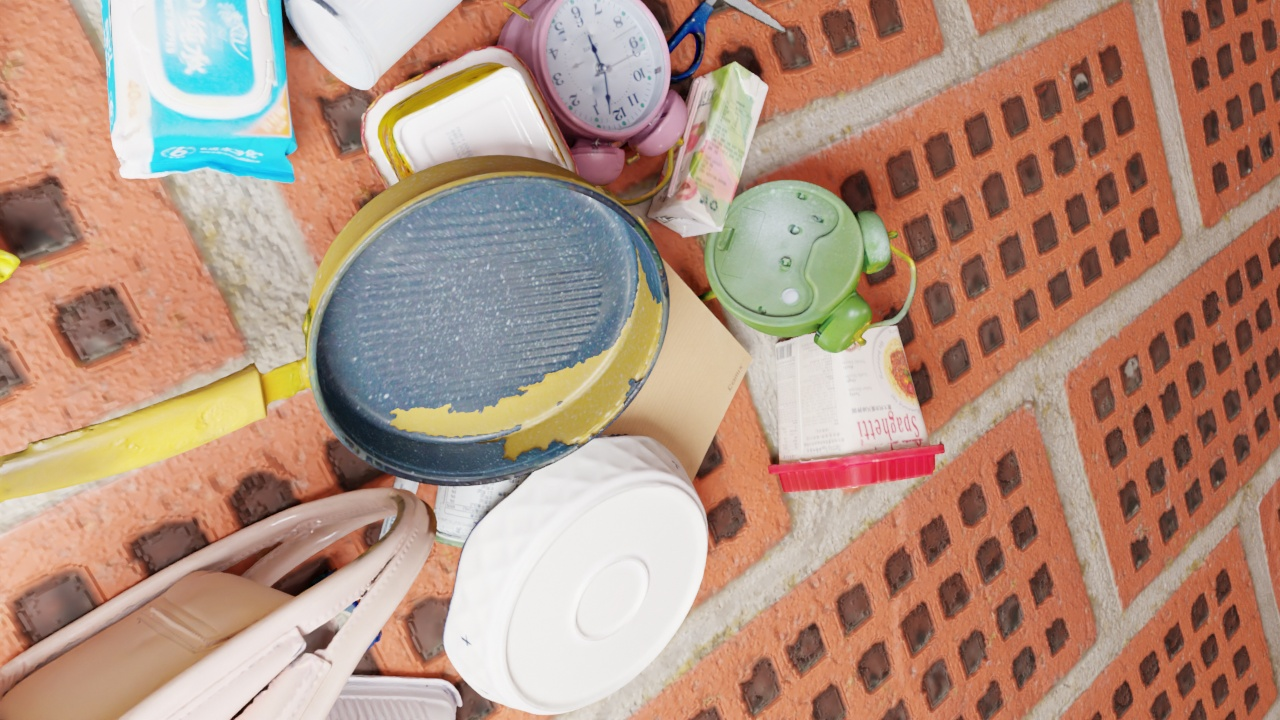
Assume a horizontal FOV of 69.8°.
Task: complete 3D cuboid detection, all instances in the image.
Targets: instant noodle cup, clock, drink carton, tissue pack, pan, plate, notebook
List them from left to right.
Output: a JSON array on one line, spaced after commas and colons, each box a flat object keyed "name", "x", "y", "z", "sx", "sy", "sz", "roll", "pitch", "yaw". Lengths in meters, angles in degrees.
[{"name": "tissue pack", "x": -0.241, "y": -0.168, "z": 0.501, "sx": 0.089, "sy": 0.063, "sz": 0.140, "roll": -5, "pitch": 95, "yaw": -32}, {"name": "instant noodle cup", "x": -0.179, "y": 0.288, "z": 0.564, "sx": 0.138, "sy": 0.060, "sz": 0.173, "roll": 15, "pitch": 86, "yaw": -32}, {"name": "pan", "x": -0.146, "y": 0.007, "z": 0.462, "sx": 0.356, "sy": 0.078, "sz": 0.198, "roll": -11, "pitch": 128, "yaw": -21}, {"name": "instant noodle cup", "x": -0.097, "y": -0.120, "z": 0.543, "sx": 0.116, "sy": 0.123, "sz": 0.116, "roll": -28, "pitch": 108, "yaw": -6}, {"name": "plate", "x": -0.032, "y": 0.150, "z": 0.616, "sx": 0.204, "sy": 0.045, "sz": 0.205, "roll": -21, "pitch": 126, "yaw": -33}, {"name": "clock", "x": -0.028, "y": -0.184, "z": 0.637, "sx": 0.117, "sy": 0.060, "sz": 0.158, "roll": -34, "pitch": 111, "yaw": -26}, {"name": "notebook", "x": -0.004, "y": 0.004, "z": 0.646, "sx": 0.211, "sy": 0.012, "sz": 0.149, "roll": 44, "pitch": 65, "yaw": -39}, {"name": "drink carton", "x": 0.049, "y": -0.158, "z": 0.690, "sx": 0.045, "sy": 0.054, "sz": 0.122, "roll": 24, "pitch": 79, "yaw": -30}, {"name": "clock", "x": 0.126, "y": -0.069, "z": 0.693, "sx": 0.056, "sy": 0.161, "sz": 0.116, "roll": 49, "pitch": 59, "yaw": -69}, {"name": "instant noodle cup", "x": 0.167, "y": 0.039, "z": 0.745, "sx": 0.116, "sy": 0.117, "sz": 0.124, "roll": -4, "pitch": 83, "yaw": -32}]

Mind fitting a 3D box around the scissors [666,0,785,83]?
[{"name": "scissors", "x": 0.047, "y": -0.290, "z": 0.707, "sx": 0.162, "sy": 0.012, "sz": 0.173, "roll": 42, "pitch": 70, "yaw": -26}]

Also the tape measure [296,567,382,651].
[{"name": "tape measure", "x": -0.196, "y": 0.165, "z": 0.567, "sx": 0.054, "sy": 0.025, "sz": 0.058, "roll": -38, "pitch": 107, "yaw": -23}]

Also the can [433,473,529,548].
[{"name": "can", "x": -0.098, "y": 0.048, "z": 0.604, "sx": 0.058, "sy": 0.058, "sz": 0.146, "roll": 10, "pitch": 87, "yaw": -32}]

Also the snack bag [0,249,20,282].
[{"name": "snack bag", "x": -0.425, "y": 0.005, "z": 0.392, "sx": 0.158, "sy": 0.068, "sz": 0.246, "roll": 40, "pitch": 73, "yaw": -27}]

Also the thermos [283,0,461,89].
[{"name": "thermos", "x": -0.115, "y": -0.265, "z": 0.573, "sx": 0.073, "sy": 0.073, "sz": 0.223, "roll": 48, "pitch": 68, "yaw": -24}]

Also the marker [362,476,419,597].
[{"name": "marker", "x": -0.153, "y": 0.084, "z": 0.595, "sx": 0.017, "sy": 0.017, "sz": 0.145, "roll": 18, "pitch": 83, "yaw": -31}]

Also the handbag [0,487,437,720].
[{"name": "handbag", "x": -0.206, "y": 0.143, "z": 0.474, "sx": 0.233, "sy": 0.194, "sz": 0.093, "roll": -44, "pitch": 116, "yaw": -34}]
